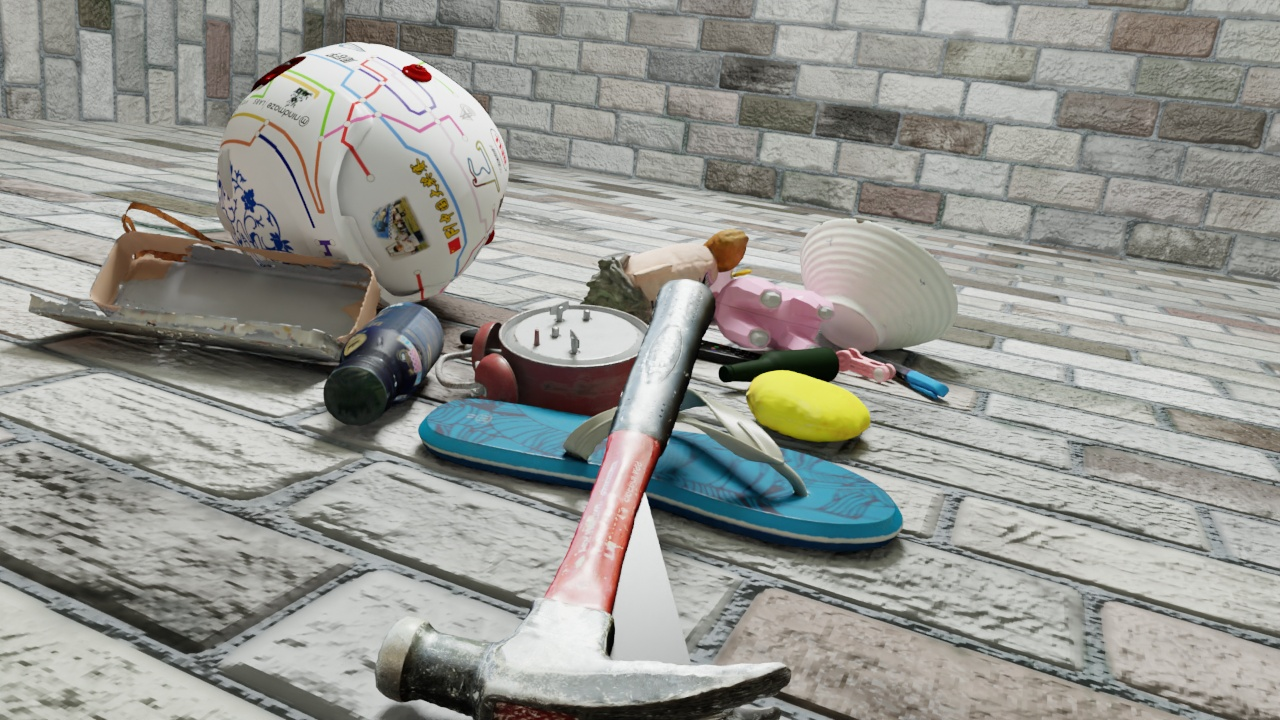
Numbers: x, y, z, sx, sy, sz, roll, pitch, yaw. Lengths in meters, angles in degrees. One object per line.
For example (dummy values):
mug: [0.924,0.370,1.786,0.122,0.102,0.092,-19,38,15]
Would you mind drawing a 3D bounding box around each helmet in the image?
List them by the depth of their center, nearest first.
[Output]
helmet: [-0.277,-0.168,0.869,0.235,0.231,0.315,-39,41,-25]

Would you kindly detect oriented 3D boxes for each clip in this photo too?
clip: [0.208,0.006,0.863,0.059,0.023,0.039,19,16,31]

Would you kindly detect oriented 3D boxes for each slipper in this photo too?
slipper: [0.010,0.046,0.553,0.295,0.060,0.118,10,12,10]

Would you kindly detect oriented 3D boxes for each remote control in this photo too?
remote control: [0.067,-0.009,0.867,0.125,0.010,0.039,14,17,23]

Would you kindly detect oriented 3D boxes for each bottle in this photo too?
bottle: [-0.175,0.001,0.632,0.056,0.056,0.160,7,16,-3]
bottle: [0.118,0.007,0.792,0.122,0.033,0.033,-4,19,-35]

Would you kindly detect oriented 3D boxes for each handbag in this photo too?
handbag: [-0.406,-0.097,0.799,0.093,0.043,0.196,13,-10,-13]

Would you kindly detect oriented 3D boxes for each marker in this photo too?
marker: [0.247,0.013,0.867,0.018,0.015,0.123,39,-1,-26]

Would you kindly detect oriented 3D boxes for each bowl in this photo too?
bowl: [0.228,-0.057,0.948,0.177,0.177,0.070,19,59,35]

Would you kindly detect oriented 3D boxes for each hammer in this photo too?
hammer: [0.007,0.044,0.441,0.140,0.036,0.325,10,32,7]

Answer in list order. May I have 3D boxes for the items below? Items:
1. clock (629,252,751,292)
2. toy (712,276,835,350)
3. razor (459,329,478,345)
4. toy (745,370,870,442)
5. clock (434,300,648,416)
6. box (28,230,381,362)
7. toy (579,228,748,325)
clock: [0.036,-0.089,1.038,0.157,0.059,0.117,-5,17,-14]
toy: [0.126,-0.046,0.908,0.123,0.067,0.157,13,9,-18]
razor: [-0.097,-0.005,0.762,0.144,0.021,0.044,15,17,33]
toy: [0.124,0.034,0.684,0.094,0.041,0.095,13,15,1]
clock: [-0.066,-0.003,0.659,0.156,0.062,0.109,-4,27,-13]
box: [-0.322,-0.051,0.695,0.217,0.094,0.120,8,57,2]
toy: [0.026,-0.074,0.880,0.176,0.076,0.132,-25,-6,2]
